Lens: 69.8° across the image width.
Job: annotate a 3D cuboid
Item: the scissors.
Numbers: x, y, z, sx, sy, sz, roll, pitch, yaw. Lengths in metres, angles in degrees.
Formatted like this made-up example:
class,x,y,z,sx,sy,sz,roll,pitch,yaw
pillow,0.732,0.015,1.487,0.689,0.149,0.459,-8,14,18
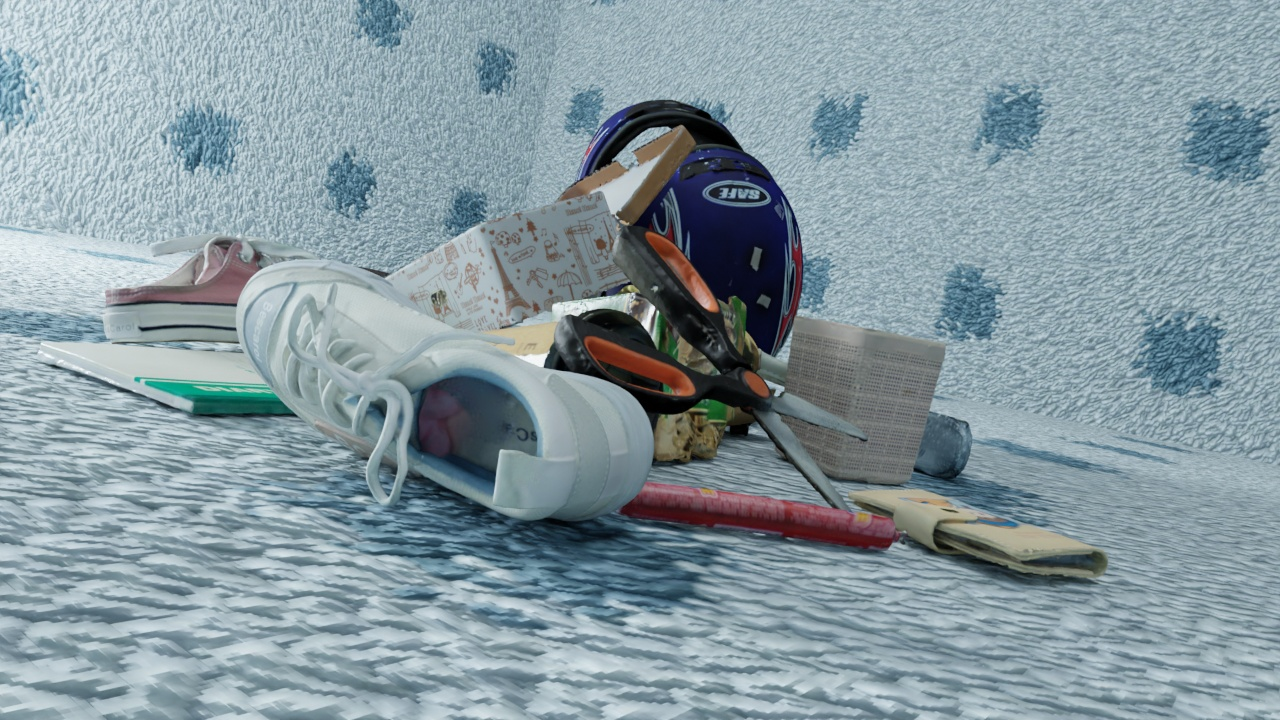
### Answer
class,x,y,z,sx,sy,sz,roll,pitch,yaw
scissors,0.041,0.006,0.502,0.234,0.022,0.220,11,41,-43

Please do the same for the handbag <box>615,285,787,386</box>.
class,x,y,z,sx,sy,sz,roll,pitch,yaw
handbag,0.058,-0.012,0.776,0.178,0.063,0.163,16,-2,-5

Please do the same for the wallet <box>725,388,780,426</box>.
class,x,y,z,sx,sy,sz,roll,pitch,yaw
wallet,0.061,0.037,0.799,0.115,0.033,0.090,-2,9,-42

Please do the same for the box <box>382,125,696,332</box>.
class,x,y,z,sx,sy,sz,roll,pitch,yaw
box,-0.072,-0.102,0.782,0.179,0.110,0.258,-16,9,47

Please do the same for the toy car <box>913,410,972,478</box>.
class,x,y,z,sx,sy,sz,roll,pitch,yaw
toy car,0.235,0.066,0.809,0.036,0.054,0.121,11,4,-35

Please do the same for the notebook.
class,x,y,z,sx,sy,sz,roll,pitch,yaw
notebook,-0.237,0.014,0.588,0.150,0.012,0.208,14,4,29

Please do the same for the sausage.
class,x,y,z,sx,sy,sz,roll,pitch,yaw
sausage,0.058,0.075,0.442,0.155,0.020,0.020,10,4,-13

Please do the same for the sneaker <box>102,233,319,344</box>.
class,x,y,z,sx,sy,sz,roll,pitch,yaw
sneaker,-0.314,-0.057,0.734,0.118,0.088,0.240,-1,2,22

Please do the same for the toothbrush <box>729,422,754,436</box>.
class,x,y,z,sx,sy,sz,roll,pitch,yaw
toothbrush,0.105,0.050,0.899,0.027,0.026,0.212,4,7,9

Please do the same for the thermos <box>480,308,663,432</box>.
class,x,y,z,sx,sy,sz,roll,pitch,yaw
thermos,-0.056,0.014,0.548,0.143,0.093,0.093,4,-1,42

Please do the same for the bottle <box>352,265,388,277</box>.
class,x,y,z,sx,sy,sz,roll,pitch,yaw
bottle,-0.320,-0.055,0.863,0.194,0.080,0.044,6,8,-16

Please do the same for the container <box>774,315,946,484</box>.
class,x,y,z,sx,sy,sz,roll,pitch,yaw
container,0.163,0.030,0.696,0.090,0.111,0.090,8,4,-31

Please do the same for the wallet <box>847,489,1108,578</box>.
class,x,y,z,sx,sy,sz,roll,pitch,yaw
wallet,0.177,0.093,0.500,0.087,0.024,0.115,14,2,-34

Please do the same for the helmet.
class,x,y,z,sx,sy,sz,roll,pitch,yaw
helmet,0.051,-0.112,0.957,0.246,0.316,0.240,-4,13,-26

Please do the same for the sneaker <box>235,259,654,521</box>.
class,x,y,z,sx,sy,sz,roll,pitch,yaw
sneaker,-0.117,0.014,0.413,0.242,0.089,0.090,20,12,27

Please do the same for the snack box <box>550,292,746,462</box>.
class,x,y,z,sx,sy,sz,roll,pitch,yaw
snack box,-0.004,0.004,0.632,0.106,0.117,0.118,8,-1,32
